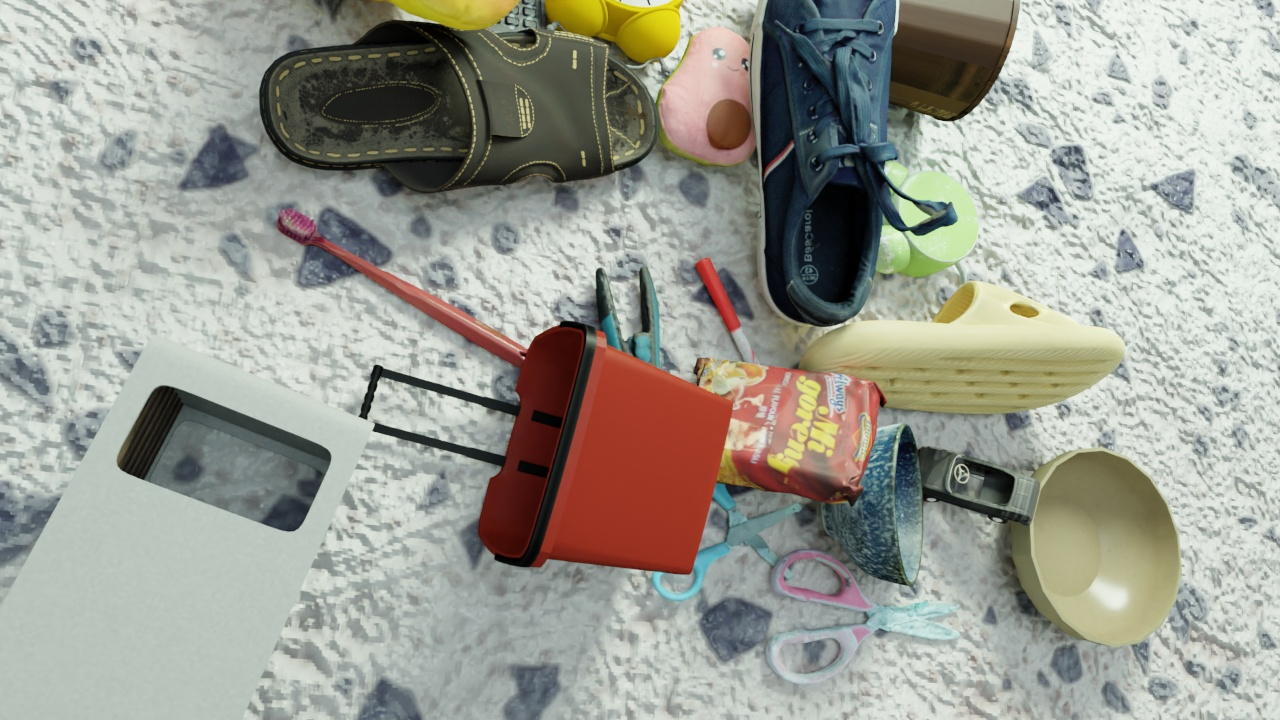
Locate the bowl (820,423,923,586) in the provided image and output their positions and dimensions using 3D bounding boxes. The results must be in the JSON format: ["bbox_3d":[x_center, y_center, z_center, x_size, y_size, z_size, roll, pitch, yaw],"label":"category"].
[{"bbox_3d":[0.164,0.102,0.659,0.114,0.061,0.114,12,76,-63],"label":"bowl"}]

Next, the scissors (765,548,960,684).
[{"bbox_3d":[0.168,0.203,0.673,0.178,0.016,0.103,18,76,-21],"label":"scissors"}]

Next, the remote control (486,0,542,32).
[{"bbox_3d":[-0.098,-0.282,0.678,0.047,0.022,0.150,3,75,-20],"label":"remote control"}]

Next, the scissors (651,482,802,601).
[{"bbox_3d":[0.053,0.121,0.647,0.135,0.015,0.133,45,67,-3],"label":"scissors"}]

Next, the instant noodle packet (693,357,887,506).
[{"bbox_3d":[0.093,0.045,0.629,0.135,0.040,0.098,8,53,21],"label":"instant noodle packet"}]

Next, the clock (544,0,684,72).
[{"bbox_3d":[-0.016,-0.289,0.693,0.113,0.052,0.151,13,70,-17],"label":"clock"}]

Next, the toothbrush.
[{"bbox_3d":[-0.151,-0.045,0.605,0.190,0.016,0.016,31,68,-12],"label":"toothbrush"}]

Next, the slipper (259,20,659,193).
[{"bbox_3d":[-0.108,-0.168,0.608,0.267,0.076,0.113,-4,99,-21],"label":"slipper"}]

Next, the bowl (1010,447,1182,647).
[{"bbox_3d":[0.353,0.148,0.732,0.152,0.051,0.152,5,76,-20],"label":"bowl"}]

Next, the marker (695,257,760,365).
[{"bbox_3d":[0.077,-0.012,0.686,0.012,0.013,0.142,-25,88,-24],"label":"marker"}]

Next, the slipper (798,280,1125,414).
[{"bbox_3d":[0.239,-0.012,0.708,0.261,0.112,0.079,1,56,-16],"label":"slipper"}]

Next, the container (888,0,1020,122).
[{"bbox_3d":[0.187,-0.272,0.730,0.167,0.132,0.132,7,75,-13],"label":"container"}]

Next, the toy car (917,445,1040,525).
[{"bbox_3d":[0.254,0.094,0.699,0.092,0.037,0.040,16,69,20],"label":"toy car"}]

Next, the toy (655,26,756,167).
[{"bbox_3d":[0.053,-0.202,0.698,0.090,0.051,0.109,13,73,-22],"label":"toy"}]

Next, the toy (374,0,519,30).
[{"bbox_3d":[-0.146,-0.267,0.586,0.134,0.194,0.087,-36,134,-34],"label":"toy"}]

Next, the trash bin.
[{"bbox_3d":[-0.244,0.122,0.478,0.114,0.115,0.228,25,70,-14],"label":"trash bin"}]

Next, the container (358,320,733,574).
[{"bbox_3d":[-0.061,0.050,0.559,0.200,0.127,0.148,18,82,-22],"label":"container"}]

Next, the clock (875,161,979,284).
[{"bbox_3d":[0.225,-0.113,0.748,0.119,0.043,0.094,6,75,-19],"label":"clock"}]

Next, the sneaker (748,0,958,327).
[{"bbox_3d":[0.141,-0.164,0.629,0.120,0.127,0.295,1,99,-5],"label":"sneaker"}]

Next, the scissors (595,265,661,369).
[{"bbox_3d":[0.001,-0.001,0.651,0.127,0.019,0.141,37,70,-10],"label":"scissors"}]
